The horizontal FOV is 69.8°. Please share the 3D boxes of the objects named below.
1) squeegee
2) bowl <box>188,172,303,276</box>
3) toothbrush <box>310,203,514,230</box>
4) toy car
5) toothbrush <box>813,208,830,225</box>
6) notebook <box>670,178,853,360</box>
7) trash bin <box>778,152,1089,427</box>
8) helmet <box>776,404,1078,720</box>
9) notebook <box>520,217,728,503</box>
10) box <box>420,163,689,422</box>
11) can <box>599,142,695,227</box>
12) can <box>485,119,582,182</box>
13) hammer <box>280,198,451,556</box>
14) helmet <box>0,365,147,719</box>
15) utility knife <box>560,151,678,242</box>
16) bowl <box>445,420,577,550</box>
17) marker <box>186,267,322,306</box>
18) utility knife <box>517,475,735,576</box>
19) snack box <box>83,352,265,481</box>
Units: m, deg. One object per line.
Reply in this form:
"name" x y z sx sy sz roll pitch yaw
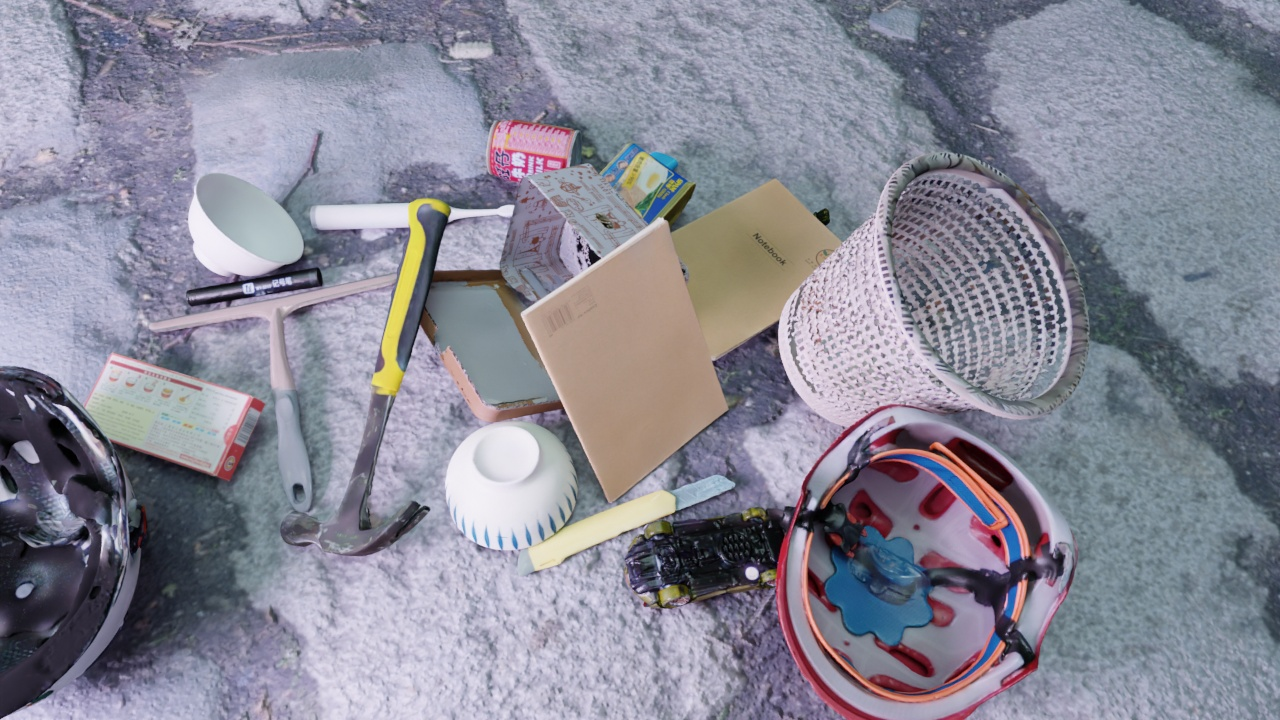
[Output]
"squeegee" -0.332 0.025 0.858 0.247 0.040 0.249 -13 60 -11
"bowl" -0.410 -0.123 0.926 0.065 0.118 0.118 -41 60 20
"toothbrush" -0.239 -0.156 0.983 0.221 0.026 0.026 -3 84 -3
"toy car" 0.065 0.168 0.777 0.158 0.042 0.070 -7 58 -11
"toothbrush" 0.190 -0.074 0.944 0.026 0.027 0.212 27 51 -31
"notebook" 0.107 -0.099 0.931 0.207 0.008 0.148 -30 65 -22
"trash bin" 0.233 -0.036 0.799 0.227 0.193 0.227 10 67 -26
"helmet" 0.202 0.170 0.723 0.207 0.144 0.239 35 74 10
"notebook" -0.005 0.005 0.791 0.149 0.212 0.012 -37 36 -21
"box" -0.099 -0.064 0.846 0.193 0.157 0.183 -18 56 -38
"can" -0.005 -0.169 0.969 0.083 0.057 0.101 37 67 7
"can" -0.116 -0.227 1.008 0.094 0.067 0.066 10 58 4
"hammer" -0.216 0.009 0.803 0.126 0.032 0.322 5 74 21
"helmet" -0.494 0.150 0.705 0.229 0.157 0.274 -24 72 -17
"utility knife" -0.040 -0.170 1.004 0.204 0.018 0.034 -40 67 -22
"bowl" -0.114 0.098 0.796 0.116 0.066 0.116 -1 54 1
"marker" -0.389 -0.074 0.928 0.132 0.020 0.022 -10 28 -4
"utility knife" -0.013 0.140 0.806 0.206 0.021 0.031 -22 62 -7
"snack box" -0.426 0.050 0.828 0.156 0.027 0.077 15 74 13
